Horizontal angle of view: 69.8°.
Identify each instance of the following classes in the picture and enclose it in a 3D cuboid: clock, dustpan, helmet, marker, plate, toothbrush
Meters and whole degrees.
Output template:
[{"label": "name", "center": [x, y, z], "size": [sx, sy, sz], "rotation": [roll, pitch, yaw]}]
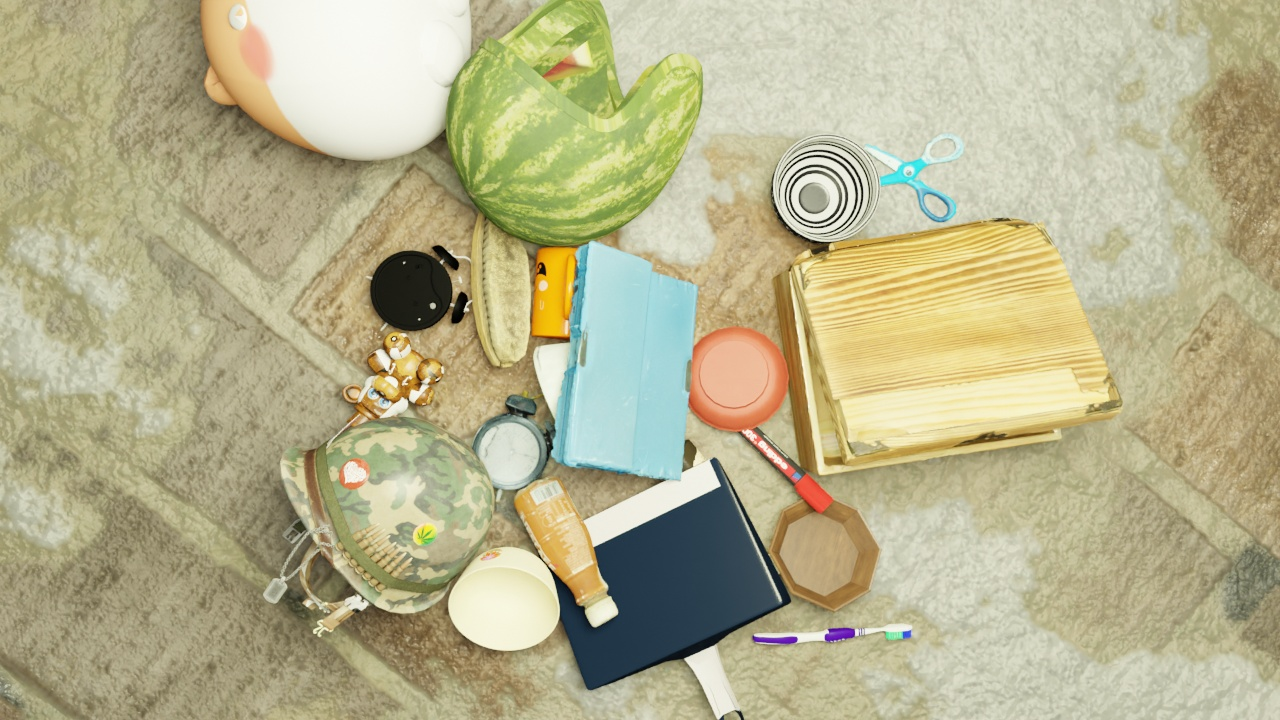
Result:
[{"label": "clock", "center": [-0.242, -0.079, 1.032], "size": [0.120, 0.042, 0.091], "rotation": [-16, 90, -3]}, {"label": "dustpan", "center": [0.045, 0.283, 1.016], "size": [0.236, 0.080, 0.273], "rotation": [-27, 70, 10]}, {"label": "helmet", "center": [-0.078, -0.233, 0.945], "size": [0.246, 0.244, 0.213], "rotation": [-33, 60, -27]}, {"label": "clock", "center": [-0.136, 0.092, 1.031], "size": [0.090, 0.052, 0.129], "rotation": [44, 83, -1]}, {"label": "marker", "center": [0.158, 0.115, 1.045], "size": [0.145, 0.021, 0.023], "rotation": [44, 65, 10]}, {"label": "plate", "center": [0.205, 0.217, 1.039], "size": [0.131, 0.025, 0.131], "rotation": [4, 68, -11]}, {"label": "helmet", "center": [-0.276, 0.162, 0.944], "size": [0.224, 0.192, 0.236], "rotation": [29, 107, -31]}, {"label": "toothbrush", "center": [0.222, 0.318, 1.061], "size": [0.186, 0.015, 0.016], "rotation": [-3, 94, -2]}]

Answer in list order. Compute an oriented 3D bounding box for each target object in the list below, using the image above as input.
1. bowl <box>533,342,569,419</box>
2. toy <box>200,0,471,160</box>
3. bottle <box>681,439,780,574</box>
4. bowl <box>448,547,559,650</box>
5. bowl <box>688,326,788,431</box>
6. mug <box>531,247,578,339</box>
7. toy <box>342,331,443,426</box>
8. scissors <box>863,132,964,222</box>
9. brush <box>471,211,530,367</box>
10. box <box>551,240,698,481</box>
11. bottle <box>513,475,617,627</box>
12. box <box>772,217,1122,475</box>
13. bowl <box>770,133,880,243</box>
[{"label": "bowl", "center": [-0.065, 0.028, 0.998], "size": [0.061, 0.117, 0.117], "rotation": [-24, 90, 7]}, {"label": "toy", "center": [-0.311, -0.338, 0.928], "size": [0.281, 0.265, 0.262], "rotation": [3, 86, 14]}, {"label": "bottle", "center": [0.096, 0.174, 1.042], "size": [0.045, 0.045, 0.184], "rotation": [-40, 91, -3]}, {"label": "bowl", "center": [-0.145, 0.248, 1.008], "size": [0.118, 0.074, 0.118], "rotation": [0, 118, 0]}, {"label": "bowl", "center": [0.106, 0.018, 1.037], "size": [0.122, 0.035, 0.122], "rotation": [-1, 80, 8]}, {"label": "mug", "center": [-0.077, -0.073, 1.005], "size": [0.077, 0.112, 0.096], "rotation": [4, 89, -6]}, {"label": "toy", "center": [-0.279, 0.032, 1.018], "size": [0.087, 0.067, 0.112], "rotation": [39, 75, -2]}, {"label": "scissors", "center": [0.322, -0.210, 1.078], "size": [0.137, 0.012, 0.127], "rotation": [-15, 91, -6]}, {"label": "brush", "center": [-0.155, -0.090, 1.025], "size": [0.059, 0.043, 0.195], "rotation": [0, 84, -36]}, {"label": "box", "center": [-0.006, 0.006, 0.975], "size": [0.174, 0.034, 0.231], "rotation": [14, 76, -40]}, {"label": "bottle", "center": [-0.077, 0.209, 1.000], "size": [0.059, 0.059, 0.167], "rotation": [-30, 75, -3]}, {"label": "box", "center": [0.307, -0.024, 0.975], "size": [0.279, 0.221, 0.258], "rotation": [-9, 87, -1]}, {"label": "bowl", "center": [0.204, -0.190, 1.044], "size": [0.120, 0.066, 0.120], "rotation": [0, 89, -3]}]
